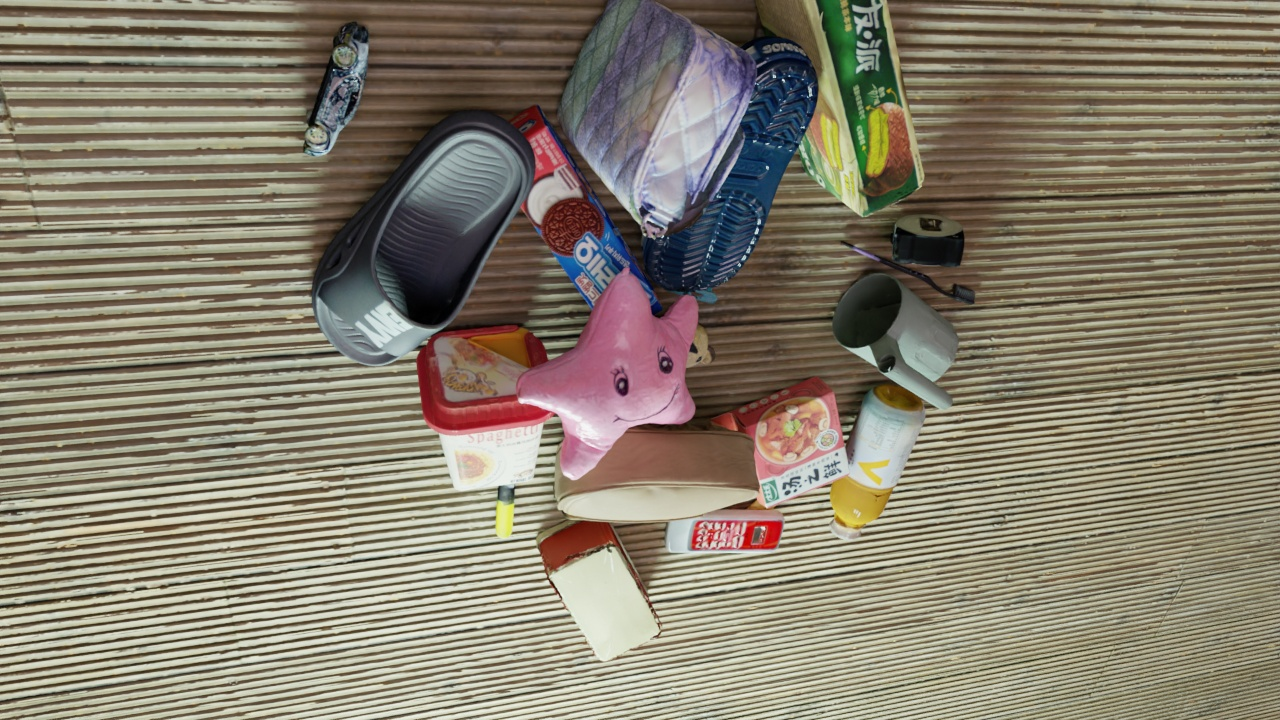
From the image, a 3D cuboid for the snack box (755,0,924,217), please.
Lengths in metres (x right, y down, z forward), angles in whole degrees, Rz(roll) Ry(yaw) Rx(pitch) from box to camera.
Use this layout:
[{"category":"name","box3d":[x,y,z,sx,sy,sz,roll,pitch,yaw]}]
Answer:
[{"category":"snack box","box3d":[0.153,-0.243,0.736,0.063,0.114,0.240,-27,125,-2]}]

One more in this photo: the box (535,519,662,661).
[{"category":"box","box3d":[-0.043,0.255,1.010,0.091,0.079,0.168,-25,125,-2]}]

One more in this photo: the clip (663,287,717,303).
[{"category":"clip","box3d":[0.045,-0.069,0.869,0.055,0.038,0.013,14,115,-15]}]

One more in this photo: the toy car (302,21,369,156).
[{"category":"toy car","box3d":[-0.225,-0.198,0.682,0.031,0.049,0.106,19,114,-25]}]

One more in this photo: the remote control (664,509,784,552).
[{"category":"remote control","box3d":[0.096,0.195,1.043,0.136,0.020,0.056,3,120,-11]}]

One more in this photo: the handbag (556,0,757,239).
[{"category":"handbag","box3d":[0.008,-0.187,0.676,0.075,0.193,0.134,16,115,-29]}]

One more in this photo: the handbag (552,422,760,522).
[{"category":"handbag","box3d":[0.011,0.108,0.916,0.204,0.099,0.148,5,156,-23]}]

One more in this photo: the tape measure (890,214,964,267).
[{"category":"tape measure","box3d":[0.276,-0.117,0.887,0.066,0.065,0.034,6,119,10]}]

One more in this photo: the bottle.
[{"category":"bottle","box3d":[0.258,0.119,1.028,0.068,0.068,0.190,3,120,-20]}]

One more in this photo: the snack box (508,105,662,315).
[{"category":"snack box","box3d":[-0.053,-0.114,0.787,0.058,0.057,0.207,-31,126,6]}]

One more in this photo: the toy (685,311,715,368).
[{"category":"toy","box3d":[-0.005,0.005,0.872,0.157,0.066,0.105,-28,109,-9]}]

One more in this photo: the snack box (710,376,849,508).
[{"category":"snack box","box3d":[0.152,0.093,0.985,0.127,0.044,0.113,-22,120,-6]}]

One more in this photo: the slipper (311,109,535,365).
[{"category":"slipper","box3d":[-0.182,-0.078,0.724,0.110,0.083,0.269,31,123,-23]}]

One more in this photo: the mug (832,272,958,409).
[{"category":"mug","box3d":[0.261,-0.014,0.914,0.103,0.123,0.084,28,127,-33]}]

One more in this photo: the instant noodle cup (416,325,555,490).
[{"category":"instant noodle cup","box3d":[-0.139,0.047,0.835,0.116,0.116,0.124,-6,135,-15]}]

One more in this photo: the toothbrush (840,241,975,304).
[{"category":"toothbrush","box3d":[0.277,-0.091,0.935,0.189,0.014,0.017,19,106,-27]}]

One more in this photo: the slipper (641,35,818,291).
[{"category":"slipper","box3d":[0.059,-0.161,0.764,0.105,0.095,0.254,-3,143,-23]}]

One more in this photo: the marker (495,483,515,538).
[{"category":"marker","box3d":[-0.138,0.129,0.940,0.018,0.015,0.124,-2,119,-18]}]

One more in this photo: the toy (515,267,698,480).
[{"category":"toy","box3d":[-0.021,0.006,0.779,0.194,0.075,0.179,-22,123,-34]}]

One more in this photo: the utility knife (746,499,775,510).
[{"category":"utility knife","box3d":[0.151,0.159,1.055,0.031,0.018,0.152,38,109,-27]}]
